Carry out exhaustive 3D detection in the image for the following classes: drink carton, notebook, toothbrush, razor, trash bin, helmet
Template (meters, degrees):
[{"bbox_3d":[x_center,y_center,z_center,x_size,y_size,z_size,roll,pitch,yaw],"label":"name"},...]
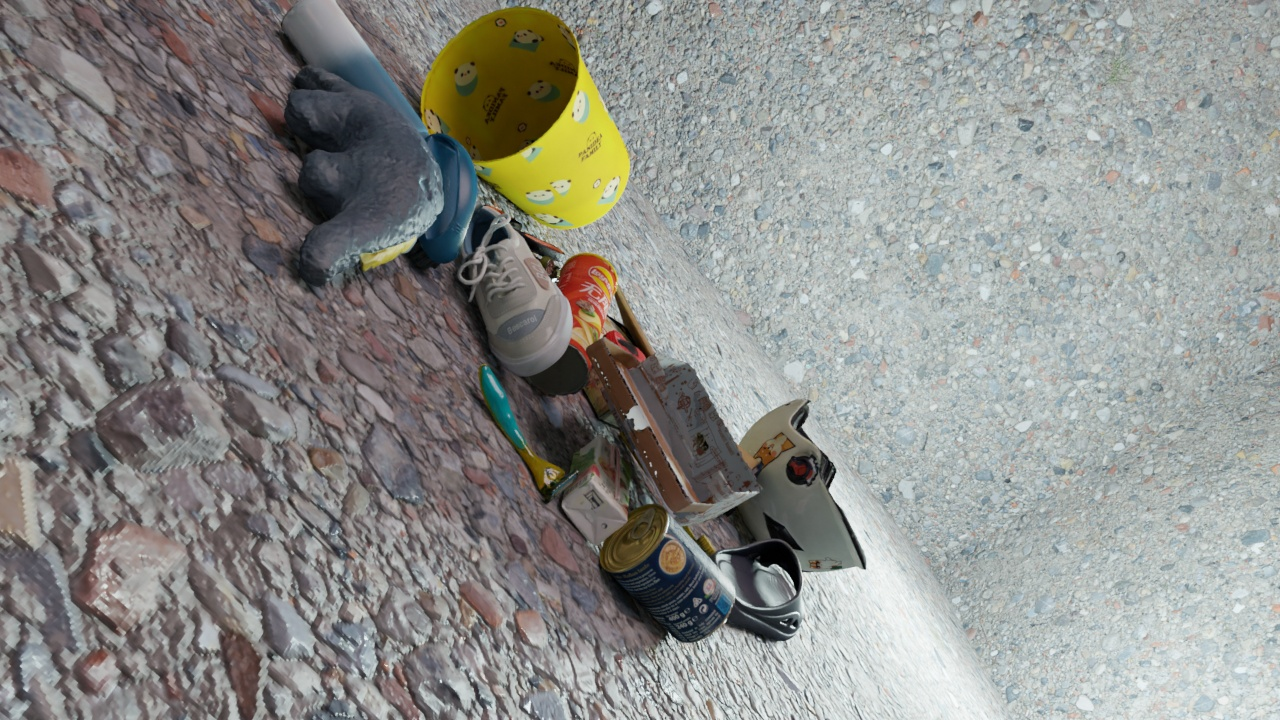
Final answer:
[{"bbox_3d":[-0.038,0.118,0.865,0.053,0.045,0.122,51,12,-11],"label":"drink carton"},{"bbox_3d":[0.003,-0.013,1.310,0.149,0.012,0.212,62,-5,26],"label":"notebook"},{"bbox_3d":[0.029,0.150,1.053,0.190,0.016,0.015,53,8,32],"label":"toothbrush"},{"bbox_3d":[-0.106,0.061,0.804,0.043,0.028,0.132,-35,92,-47],"label":"razor"},{"bbox_3d":[-0.143,-0.320,1.292,0.229,0.230,0.255,60,8,25],"label":"trash bin"},{"bbox_3d":[0.218,0.199,1.356,0.230,0.157,0.273,59,15,-47],"label":"helmet"}]

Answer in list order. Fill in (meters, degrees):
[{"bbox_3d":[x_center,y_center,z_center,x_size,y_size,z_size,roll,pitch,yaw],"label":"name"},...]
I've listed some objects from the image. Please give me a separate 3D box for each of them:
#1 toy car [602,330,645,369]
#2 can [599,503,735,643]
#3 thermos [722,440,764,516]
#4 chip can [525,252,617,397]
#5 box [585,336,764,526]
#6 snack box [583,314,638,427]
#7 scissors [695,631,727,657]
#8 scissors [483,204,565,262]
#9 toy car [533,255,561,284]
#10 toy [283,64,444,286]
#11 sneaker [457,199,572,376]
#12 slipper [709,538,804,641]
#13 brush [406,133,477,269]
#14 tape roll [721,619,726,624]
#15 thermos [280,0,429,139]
[{"bbox_3d":[-0.007,0.006,1.115,0.106,0.031,0.049,47,16,-32],"label":"toy car"},{"bbox_3d":[0.026,0.194,0.830,0.111,0.075,0.075,50,13,-22],"label":"can"},{"bbox_3d":[0.100,0.136,1.266,0.143,0.093,0.093,47,11,8],"label":"thermos"},{"bbox_3d":[-0.074,-0.045,1.019,0.073,0.073,0.216,50,24,-20],"label":"chip can"},{"bbox_3d":[0.025,0.078,0.942,0.177,0.082,0.260,61,13,16],"label":"box"},{"bbox_3d":[-0.034,0.011,1.177,0.182,0.046,0.178,61,14,26],"label":"snack box"},{"bbox_3d":[0.042,0.226,0.955,0.159,0.014,0.181,50,14,-21],"label":"scissors"},{"bbox_3d":[-0.187,-0.171,1.124,0.224,0.022,0.204,26,11,-32],"label":"scissors"},{"bbox_3d":[-0.127,-0.110,1.130,0.070,0.042,0.158,21,4,17],"label":"toy car"},{"bbox_3d":[-0.243,-0.169,0.804,0.137,0.092,0.356,10,36,-32],"label":"toy"},{"bbox_3d":[-0.136,-0.085,0.933,0.091,0.089,0.242,64,-1,-42],"label":"sneaker"},{"bbox_3d":[0.156,0.270,1.105,0.268,0.083,0.110,32,27,-58],"label":"slipper"},{"bbox_3d":[-0.191,-0.160,0.890,0.055,0.074,0.143,27,52,-48],"label":"brush"},{"bbox_3d":[0.062,0.235,0.952,0.086,0.014,0.085,53,16,-23],"label":"tape roll"},{"bbox_3d":[-0.286,-0.276,0.966,0.220,0.070,0.070,54,12,-2],"label":"thermos"}]
